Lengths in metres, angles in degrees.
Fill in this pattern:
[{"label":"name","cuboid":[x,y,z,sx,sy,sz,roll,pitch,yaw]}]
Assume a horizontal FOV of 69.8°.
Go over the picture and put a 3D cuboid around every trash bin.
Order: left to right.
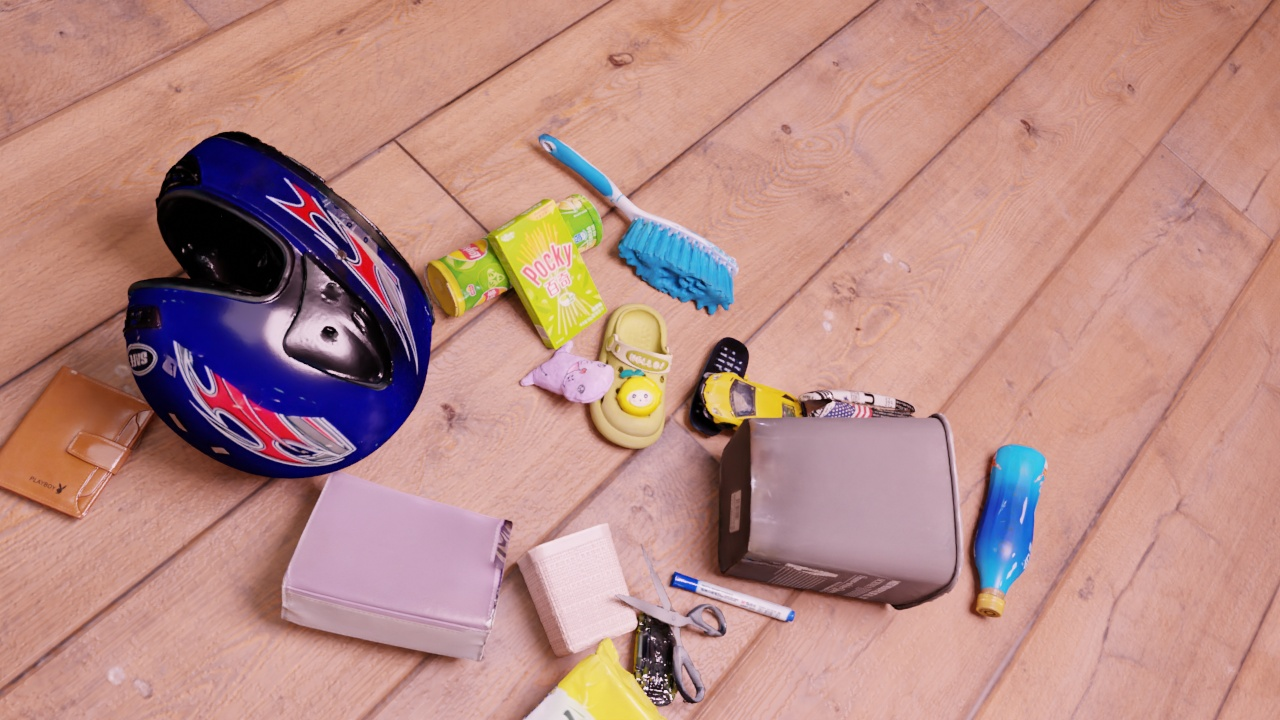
[{"label":"trash bin","cuboid":[0.208,0.162,1.012,0.219,0.199,0.198,5,65,-7]}]

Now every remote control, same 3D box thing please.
[{"label":"remote control","cuboid":[0.095,0.032,1.123,0.053,0.024,0.136,29,62,-9]}]

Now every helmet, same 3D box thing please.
[{"label":"helmet","cuboid":[-0.357,-0.027,0.872,0.315,0.248,0.239,50,51,-28]}]

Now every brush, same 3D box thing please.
[{"label":"brush","cuboid":[-0.010,-0.175,1.165,0.314,0.061,0.109,29,56,-6]}]

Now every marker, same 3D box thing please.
[{"label":"marker","cuboid":[0.104,0.265,1.027,0.145,0.017,0.016,19,63,-7]}]

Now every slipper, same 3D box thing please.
[{"label":"slipper","cuboid":[-0.006,0.006,1.076,0.091,0.082,0.190,10,62,-9]}]

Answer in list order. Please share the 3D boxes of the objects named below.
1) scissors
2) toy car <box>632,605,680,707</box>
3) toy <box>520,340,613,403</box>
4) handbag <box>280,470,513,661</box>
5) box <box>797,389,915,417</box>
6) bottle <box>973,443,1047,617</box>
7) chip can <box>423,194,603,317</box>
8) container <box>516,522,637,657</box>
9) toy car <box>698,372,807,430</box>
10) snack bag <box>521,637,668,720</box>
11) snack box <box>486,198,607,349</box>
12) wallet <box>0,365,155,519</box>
[{"label":"scissors","cuboid":[0.035,0.274,0.954,0.181,0.014,0.159,17,62,-45]},{"label":"toy car","cuboid":[0.015,0.313,0.972,0.048,0.032,0.105,12,55,-11]},{"label":"toy","cuboid":[-0.075,0.017,1.056,0.108,0.039,0.083,19,53,40]},{"label":"handbag","cuboid":[-0.236,0.203,0.910,0.197,0.099,0.144,16,47,-8]},{"label":"box","cuboid":[0.269,0.077,1.118,0.163,0.075,0.081,12,71,-28]},{"label":"bottle","cuboid":[0.447,0.208,1.124,0.065,0.065,0.218,27,62,-3]},{"label":"chip can","cuboid":[-0.146,-0.129,1.099,0.220,0.073,0.072,-31,78,-26]},{"label":"container","cuboid":[-0.064,0.240,0.950,0.089,0.090,0.111,-15,75,-22]},{"label":"toy car","cuboid":[0.136,0.058,1.096,0.155,0.041,0.071,20,60,-30]},{"label":"snack bag","cuboid":[-0.068,0.407,0.864,0.246,0.068,0.158,-43,80,-9]},{"label":"snack box","cuboid":[-0.106,-0.100,1.071,0.085,0.026,0.156,-37,118,-23]},{"label":"wallet","cuboid":[-0.562,0.081,0.909,0.108,0.031,0.131,24,64,-3]}]
